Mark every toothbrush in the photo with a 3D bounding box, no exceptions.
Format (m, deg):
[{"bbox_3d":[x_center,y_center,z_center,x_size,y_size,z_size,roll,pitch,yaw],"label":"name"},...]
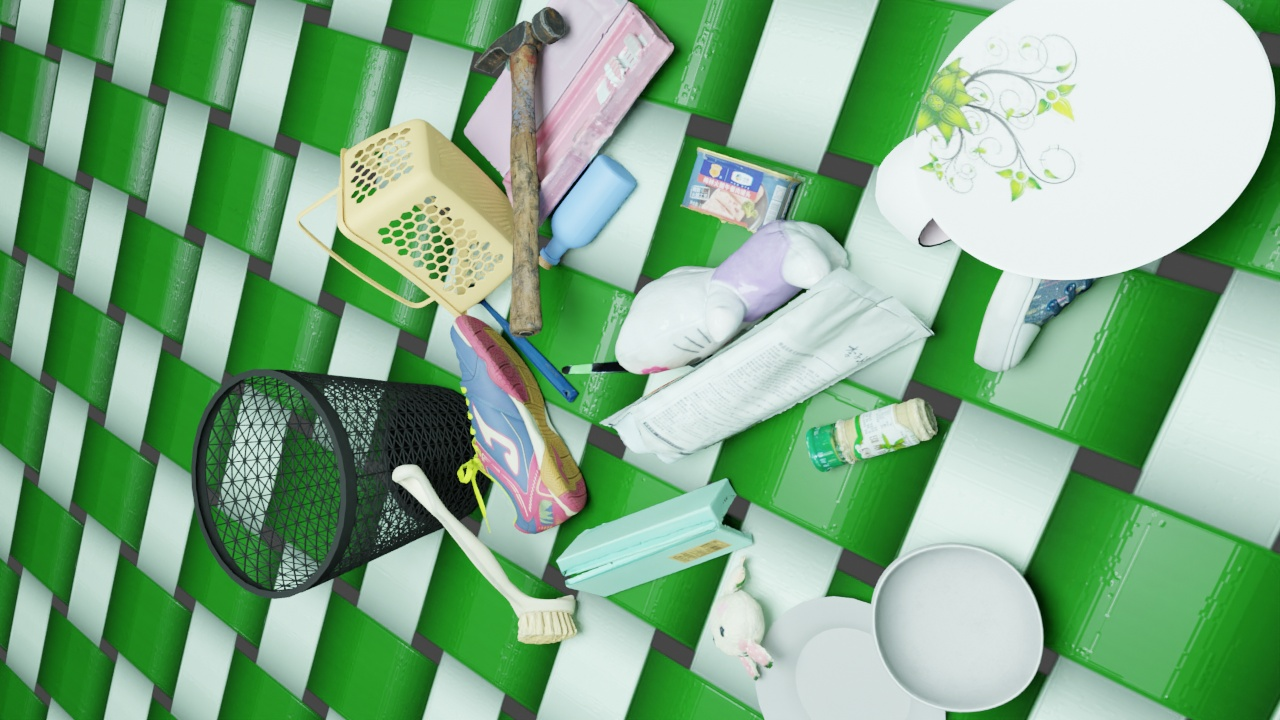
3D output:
[{"bbox_3d":[-0.006,0.005,0.935,0.188,0.017,0.014,-4,91,31],"label":"toothbrush"},{"bbox_3d":[-0.135,-0.022,1.006,0.190,0.017,0.016,45,112,21],"label":"toothbrush"}]

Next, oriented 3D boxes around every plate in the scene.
[{"bbox_3d":[0.189,0.298,0.832,0.173,0.019,0.173,1,92,29],"label":"plate"},{"bbox_3d":[0.316,-0.165,0.660,0.230,0.030,0.229,-8,74,30],"label":"plate"}]

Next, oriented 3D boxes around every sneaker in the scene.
[{"bbox_3d":[0.339,-0.089,0.701,0.079,0.087,0.236,30,103,21],"label":"sneaker"},{"bbox_3d":[-0.151,0.069,0.961,0.091,0.116,0.241,-30,83,17],"label":"sneaker"}]

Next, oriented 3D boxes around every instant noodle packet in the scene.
[{"bbox_3d":[0.101,0.010,0.798,0.270,0.146,0.057,-34,53,32],"label":"instant noodle packet"}]

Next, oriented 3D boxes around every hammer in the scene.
[{"bbox_3d":[-0.121,-0.182,0.917,0.120,0.033,0.330,-16,70,43],"label":"hammer"}]

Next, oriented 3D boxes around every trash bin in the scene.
[{"bbox_3d":[-0.296,0.113,0.971,0.217,0.242,0.217,1,92,29],"label":"trash bin"}]

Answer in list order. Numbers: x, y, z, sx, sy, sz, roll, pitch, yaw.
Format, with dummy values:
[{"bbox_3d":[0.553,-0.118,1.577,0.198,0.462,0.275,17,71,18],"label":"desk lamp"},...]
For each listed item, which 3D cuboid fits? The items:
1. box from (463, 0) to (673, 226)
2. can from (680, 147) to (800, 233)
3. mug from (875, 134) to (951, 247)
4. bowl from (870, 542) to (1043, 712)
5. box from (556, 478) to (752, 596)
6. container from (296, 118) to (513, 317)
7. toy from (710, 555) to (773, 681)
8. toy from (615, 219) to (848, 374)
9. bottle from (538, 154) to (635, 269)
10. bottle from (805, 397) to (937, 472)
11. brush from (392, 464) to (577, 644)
[{"bbox_3d":[-0.077,-0.273,0.950,0.233,0.055,0.180,-48,54,23],"label":"box"},{"bbox_3d":[0.092,-0.155,0.853,0.100,0.053,0.059,24,104,27],"label":"can"},{"bbox_3d":[0.252,-0.153,0.747,0.124,0.090,0.076,-30,66,8],"label":"mug"},{"bbox_3d":[0.258,0.217,0.757,0.132,0.064,0.131,-3,79,15],"label":"bowl"},{"bbox_3d":[0.016,0.192,0.902,0.189,0.077,0.079,-25,96,26],"label":"box"},{"bbox_3d":[-0.237,-0.137,0.954,0.167,0.183,0.129,-29,51,18],"label":"container"},{"bbox_3d":[0.091,0.242,0.858,0.050,0.087,0.112,-13,68,-13],"label":"toy"},{"bbox_3d":[0.074,-0.057,0.818,0.210,0.137,0.085,-27,94,26],"label":"toy"},{"bbox_3d":[-0.062,-0.146,0.943,0.131,0.048,0.048,-48,70,22],"label":"bottle"},{"bbox_3d":[0.202,0.065,0.806,0.110,0.042,0.042,-21,81,27],"label":"bottle"},{"bbox_3d":[-0.152,0.198,0.913,0.062,0.077,0.272,-28,119,18],"label":"brush"}]
